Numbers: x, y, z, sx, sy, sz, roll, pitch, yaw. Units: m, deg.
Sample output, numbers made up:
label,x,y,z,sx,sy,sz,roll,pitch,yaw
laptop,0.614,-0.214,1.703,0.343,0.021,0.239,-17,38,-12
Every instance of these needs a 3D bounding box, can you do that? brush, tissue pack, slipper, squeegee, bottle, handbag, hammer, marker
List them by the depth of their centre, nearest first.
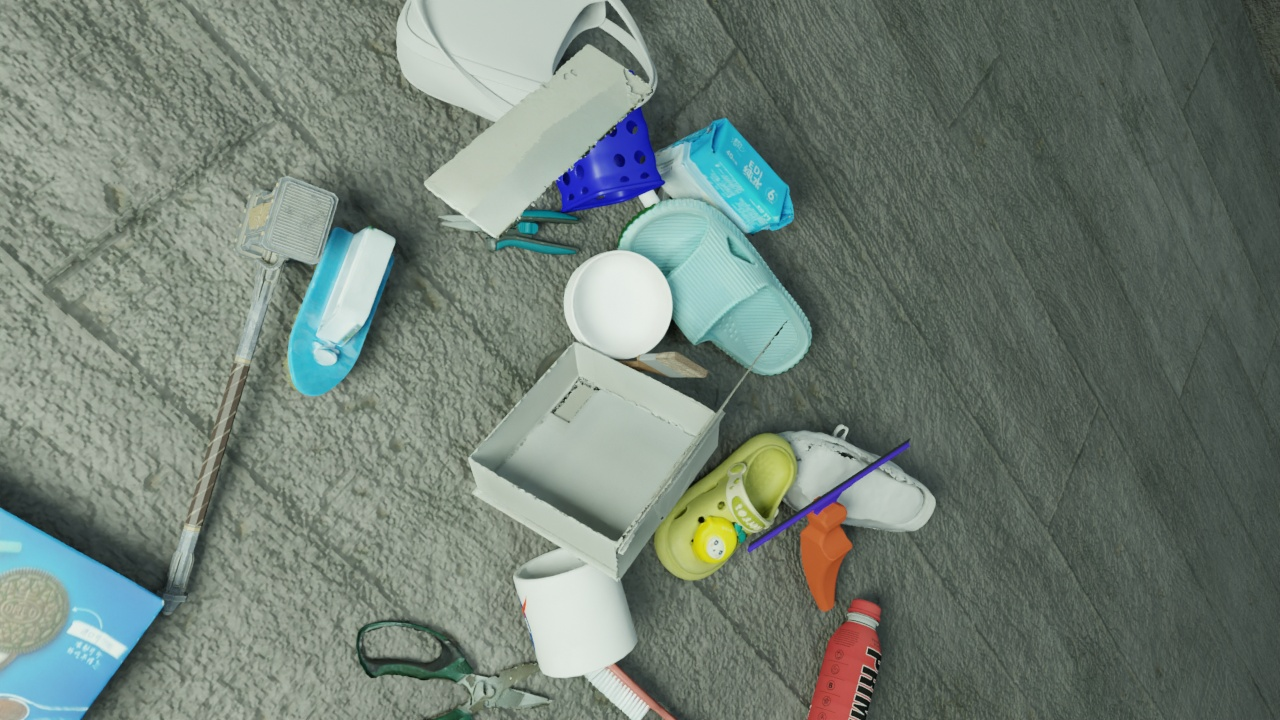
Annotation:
label,x,y,z,sx,sy,sz,roll,pitch,yaw
hammer,-0.302,0.027,0.678,0.044,0.099,0.321,19,82,-35
brush,-0.239,-0.036,0.727,0.055,0.075,0.135,26,69,-32
handbag,-0.084,-0.298,0.814,0.222,0.096,0.215,22,68,-2
brush,-0.005,0.005,0.859,0.045,0.143,0.008,30,69,-41
brush,0.004,0.343,0.901,0.030,0.041,0.172,-47,116,-12
slipper,0.104,0.156,0.951,0.190,0.082,0.091,-42,113,-18
tissue pack,0.088,-0.185,0.966,0.144,0.093,0.061,42,54,-27
slipper,0.093,-0.065,0.968,0.116,0.069,0.276,-44,121,9
marker,0.033,-0.130,0.968,0.133,0.020,0.017,55,41,-30
squeegee,0.207,0.209,1.033,0.249,0.055,0.185,-26,125,-29
bottle,0.239,0.365,1.059,0.062,0.062,0.176,35,65,-30
slipper,0.240,0.136,1.077,0.246,0.075,0.112,20,91,-28

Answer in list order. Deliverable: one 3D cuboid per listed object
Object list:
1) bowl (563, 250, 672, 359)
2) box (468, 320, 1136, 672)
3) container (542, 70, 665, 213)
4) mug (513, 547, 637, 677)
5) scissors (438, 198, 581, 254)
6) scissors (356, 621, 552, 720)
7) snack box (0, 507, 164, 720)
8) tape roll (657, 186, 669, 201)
label,x,y,z,sx,sy,sz,roll,pitch,yaw
bowl,-0.026,-0.055,0.897,0.104,0.054,0.105,-2,96,-21
box,0.071,0.076,0.683,0.166,0.508,0.148,-51,119,-31
container,-0.041,-0.213,0.893,0.084,0.085,0.113,-18,95,-36
mug,-0.054,0.220,0.840,0.121,0.091,0.090,-28,103,-71
scissors,-0.117,-0.130,0.865,0.138,0.019,0.129,-48,120,-23
scissors,-0.162,0.309,0.786,0.209,0.015,0.154,25,68,-31
snack box,-0.456,0.171,0.550,0.239,0.056,0.195,42,62,-25
tape roll,0.057,-0.162,1.007,0.093,0.013,0.093,5,81,-38
